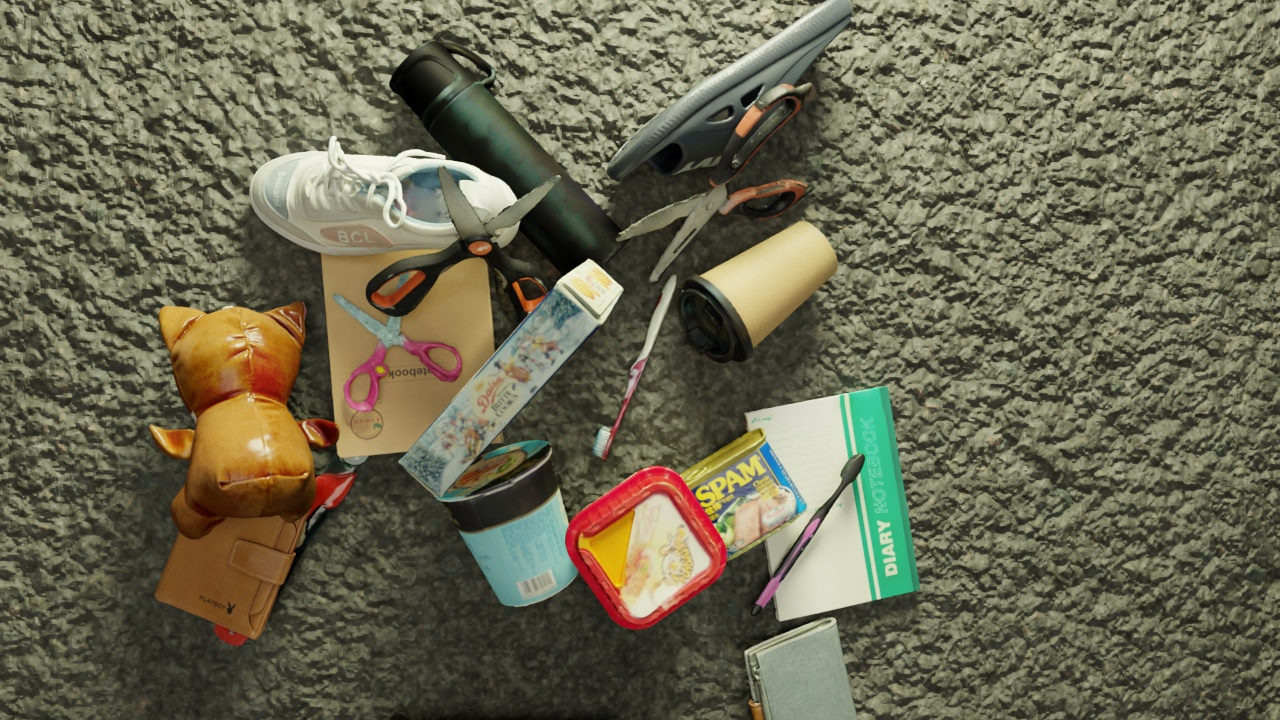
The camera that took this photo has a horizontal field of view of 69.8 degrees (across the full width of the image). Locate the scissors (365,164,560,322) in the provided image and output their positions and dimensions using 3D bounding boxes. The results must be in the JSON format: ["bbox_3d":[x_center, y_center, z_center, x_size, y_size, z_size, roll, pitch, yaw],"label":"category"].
[{"bbox_3d":[-0.137,-0.082,0.750,0.232,0.221,0.021,-18,63,19],"label":"scissors"}]

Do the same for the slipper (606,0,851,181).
[{"bbox_3d":[0.093,-0.227,0.825,0.268,0.111,0.083,-37,100,-8],"label":"slipper"}]

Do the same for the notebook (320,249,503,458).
[{"bbox_3d":[-0.207,-0.022,0.831,0.147,0.008,0.207,-5,89,-10],"label":"notebook"}]

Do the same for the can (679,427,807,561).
[{"bbox_3d":[0.093,0.125,0.856,0.102,0.057,0.083,-32,94,5],"label":"can"}]

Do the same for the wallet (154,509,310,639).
[{"bbox_3d":[-0.355,0.164,0.806,0.108,0.031,0.131,21,88,6],"label":"wallet"}]

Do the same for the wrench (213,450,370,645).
[{"bbox_3d":[-0.294,0.141,0.831,0.056,0.016,0.273,38,86,-8],"label":"wrench"}]

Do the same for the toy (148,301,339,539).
[{"bbox_3d":[-0.332,0.041,0.767,0.140,0.131,0.199,-3,71,-39],"label":"toy"}]

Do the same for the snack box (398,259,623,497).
[{"bbox_3d":[-0.095,0.005,0.729,0.046,0.177,0.183,42,101,-5],"label":"snack box"}]

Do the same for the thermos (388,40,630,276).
[{"bbox_3d":[-0.108,-0.180,0.820,0.242,0.069,0.089,47,63,-7],"label":"thermos"}]

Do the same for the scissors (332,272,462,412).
[{"bbox_3d":[-0.217,-0.015,0.817,0.134,0.017,0.133,14,82,-6],"label":"scissors"}]

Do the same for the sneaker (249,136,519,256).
[{"bbox_3d":[-0.227,-0.134,0.762,0.242,0.090,0.089,6,86,11],"label":"sneaker"}]

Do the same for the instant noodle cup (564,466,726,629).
[{"bbox_3d":[-0.001,0.158,0.819,0.116,0.124,0.116,-34,96,-6],"label":"instant noodle cup"}]

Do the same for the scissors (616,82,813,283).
[{"bbox_3d":[0.077,-0.153,0.816,0.222,0.189,0.015,-20,56,-25],"label":"scissors"}]

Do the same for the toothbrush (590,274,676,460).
[{"bbox_3d":[-0.005,0.005,0.867,0.017,0.016,0.187,22,90,1],"label":"toothbrush"}]

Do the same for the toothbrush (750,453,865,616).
[{"bbox_3d":[0.161,0.168,0.887,0.014,0.018,0.189,34,90,-8],"label":"toothbrush"}]

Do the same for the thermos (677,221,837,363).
[{"bbox_3d":[0.108,-0.065,0.847,0.143,0.093,0.093,-36,97,-14],"label":"thermos"}]

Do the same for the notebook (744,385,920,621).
[{"bbox_3d":[0.190,0.140,0.903,0.150,0.012,0.209,-10,93,-8],"label":"notebook"}]

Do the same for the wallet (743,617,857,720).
[{"bbox_3d":[0.155,0.328,0.893,0.106,0.037,0.130,-15,96,-18],"label":"wallet"}]

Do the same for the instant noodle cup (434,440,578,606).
[{"bbox_3d":[-0.110,0.148,0.819,0.111,0.111,0.120,-22,104,-7],"label":"instant noodle cup"}]
